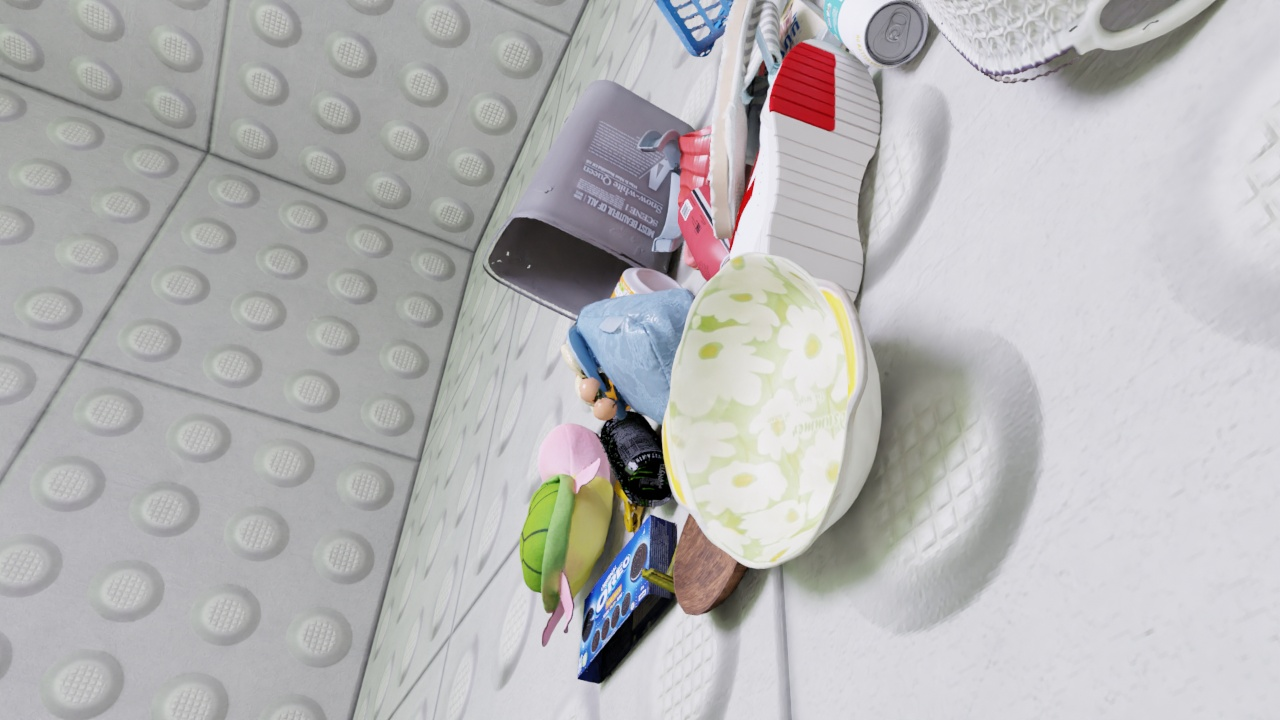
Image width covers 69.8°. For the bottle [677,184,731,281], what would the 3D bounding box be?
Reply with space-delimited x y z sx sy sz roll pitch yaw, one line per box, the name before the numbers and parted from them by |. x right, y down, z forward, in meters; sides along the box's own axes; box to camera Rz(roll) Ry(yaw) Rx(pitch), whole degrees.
bottle | 0.076 -0.101 0.804 0.176 0.062 0.062 -105 38 -62

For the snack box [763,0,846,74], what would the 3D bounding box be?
snack box | 0.146 -0.282 0.846 0.149 0.026 0.082 -97 29 -58

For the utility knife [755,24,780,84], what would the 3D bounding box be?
utility knife | 0.114 -0.208 0.722 0.015 0.147 0.022 17 74 30

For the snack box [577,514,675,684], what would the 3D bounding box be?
snack box | -0.014 0.208 0.797 0.082 0.027 0.151 -89 25 -48

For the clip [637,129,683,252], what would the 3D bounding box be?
clip | 0.037 -0.171 0.997 0.172 0.031 0.164 -24 -62 -66

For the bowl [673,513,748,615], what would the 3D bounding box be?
bowl | 0.061 0.128 0.653 0.114 0.026 0.102 -66 17 11

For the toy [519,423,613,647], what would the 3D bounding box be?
toy | -0.074 0.163 0.919 0.190 0.088 0.237 97 178 -54

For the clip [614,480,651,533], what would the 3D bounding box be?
clip | -0.006 0.136 0.867 0.048 0.046 0.054 -39 15 -9

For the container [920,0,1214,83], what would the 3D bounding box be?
container | 0.196 -0.271 0.470 0.185 0.143 0.251 -43 28 29

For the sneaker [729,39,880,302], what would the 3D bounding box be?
sneaker | 0.110 -0.122 0.685 0.104 0.090 0.236 140 141 -62

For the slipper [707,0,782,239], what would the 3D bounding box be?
slipper | 0.090 -0.212 0.768 0.115 0.054 0.271 87 -167 -54

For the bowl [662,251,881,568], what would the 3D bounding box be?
bowl | 0.088 0.029 0.564 0.220 0.060 0.188 -46 49 54

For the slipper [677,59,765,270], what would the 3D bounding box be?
slipper | 0.070 -0.216 0.920 0.103 0.059 0.249 -130 52 -75

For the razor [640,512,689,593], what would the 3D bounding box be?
razor | 0.039 0.130 0.719 0.105 0.042 0.026 -67 12 -21

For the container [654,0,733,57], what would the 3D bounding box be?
container | 0.088 -0.517 0.890 0.089 0.257 0.361 3 60 41

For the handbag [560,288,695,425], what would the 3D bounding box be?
handbag | -0.005 0.005 0.817 0.118 0.122 0.192 -29 14 -16

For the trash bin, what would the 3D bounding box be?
trash bin | -0.047 -0.186 1.097 0.198 0.197 0.219 -35 32 62

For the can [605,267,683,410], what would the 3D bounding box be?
can | -0.009 -0.020 0.951 0.079 0.079 0.143 -99 33 -59

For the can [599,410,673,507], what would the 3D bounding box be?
can | -0.002 0.089 0.849 0.137 0.054 0.054 -128 59 -71

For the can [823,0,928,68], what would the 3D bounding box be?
can | 0.173 -0.253 0.678 0.101 0.055 0.055 -98 32 -58
